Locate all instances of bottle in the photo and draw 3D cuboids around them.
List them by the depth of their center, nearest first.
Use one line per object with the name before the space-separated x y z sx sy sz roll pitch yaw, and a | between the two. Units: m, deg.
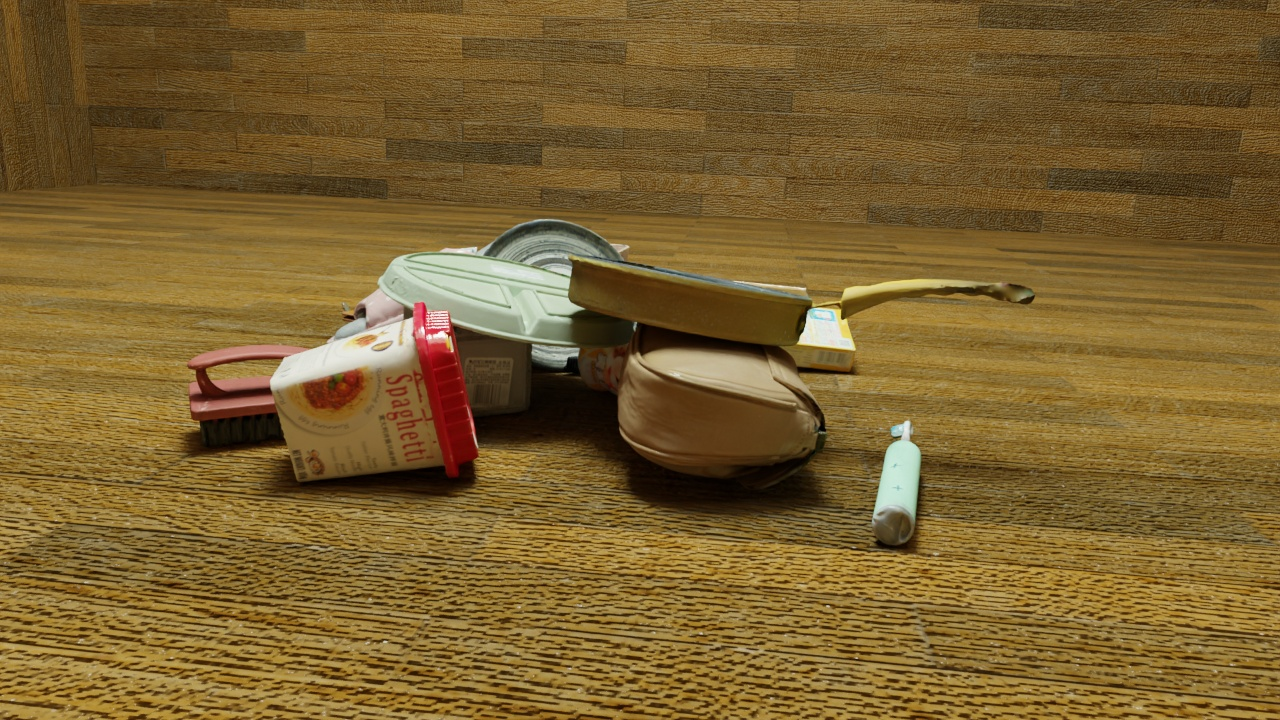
bottle | -0.005 0.005 0.853 0.108 0.063 0.063 13 17 37

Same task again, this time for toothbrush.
toothbrush | 0.189 0.079 0.667 0.027 0.026 0.224 -16 7 21
toothbrush | 0.012 0.004 0.959 0.189 0.018 0.014 -1 24 -17

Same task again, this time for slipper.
slipper | -0.223 -0.091 1.007 0.274 0.054 0.114 -32 17 -17

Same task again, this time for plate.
plate | -0.114 -0.058 0.815 0.230 0.027 0.230 14 14 -4
plate | -0.089 -0.067 0.983 0.179 0.179 0.024 -2 -21 -17

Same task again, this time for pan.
pan | 0.117 -0.052 0.724 0.358 0.078 0.197 12 8 11

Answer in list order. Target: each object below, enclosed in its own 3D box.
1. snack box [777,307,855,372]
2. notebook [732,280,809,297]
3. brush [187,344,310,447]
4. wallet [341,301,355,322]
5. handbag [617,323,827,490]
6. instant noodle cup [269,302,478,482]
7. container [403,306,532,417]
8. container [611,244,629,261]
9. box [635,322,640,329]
snack box | 0.160 -0.030 1.013 0.140 0.034 0.086 8 33 -3
notebook | 0.107 -0.068 1.116 0.212 0.012 0.149 8 -16 21
brush | -0.275 0.022 0.724 0.145 0.069 0.063 -5 21 -26
wallet | -0.287 -0.053 1.116 0.119 0.035 0.130 13 17 14
handbag | 0.055 0.031 0.704 0.148 0.100 0.204 10 14 0
instant noodle cup | -0.188 0.029 0.657 0.124 0.116 0.116 -13 17 -10
container | -0.152 -0.004 0.818 0.090 0.090 0.114 -6 19 -28
container | -0.066 -0.079 1.081 0.090 0.111 0.090 5 14 11
box | 0.035 -0.047 1.033 0.085 0.075 0.162 26 7 -19
